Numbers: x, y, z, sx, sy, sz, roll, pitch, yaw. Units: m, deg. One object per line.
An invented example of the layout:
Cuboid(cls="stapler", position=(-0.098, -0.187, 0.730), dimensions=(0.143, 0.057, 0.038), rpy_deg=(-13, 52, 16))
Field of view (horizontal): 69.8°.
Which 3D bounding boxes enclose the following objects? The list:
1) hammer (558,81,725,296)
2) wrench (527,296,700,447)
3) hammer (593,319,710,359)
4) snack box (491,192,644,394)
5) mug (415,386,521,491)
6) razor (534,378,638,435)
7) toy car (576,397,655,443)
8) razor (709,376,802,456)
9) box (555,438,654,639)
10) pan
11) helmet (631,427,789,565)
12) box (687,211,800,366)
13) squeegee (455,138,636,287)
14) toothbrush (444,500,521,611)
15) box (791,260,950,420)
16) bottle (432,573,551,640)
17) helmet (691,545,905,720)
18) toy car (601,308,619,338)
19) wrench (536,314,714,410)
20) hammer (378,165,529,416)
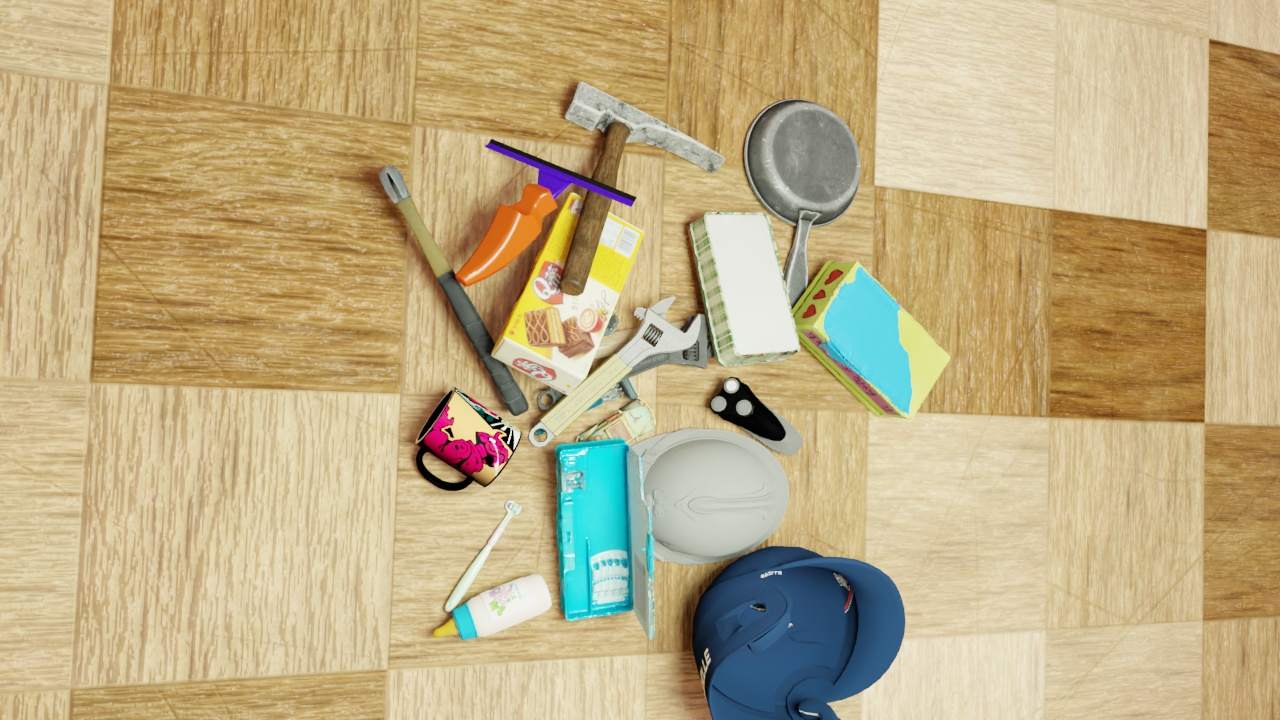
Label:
Cuboid(cls="hammer", position=(-0.016, -0.191, 1.144), dimensions=(0.217, 0.037, 0.299), rpy_deg=(23, 58, -15))
Cuboid(cls="wrench", position=(-0.034, 0.017, 1.166), dimensions=(0.273, 0.018, 0.083), rpy_deg=(-43, 96, -12))
Cuboid(cls="hammer", position=(0.005, -0.029, 1.221), dimensions=(0.330, 0.031, 0.119), rpy_deg=(-11, 92, -16))
Cuboid(cls="snack box", position=(-0.087, -0.084, 1.124), dimensions=(0.110, 0.062, 0.229), rpy_deg=(27, 60, -12))
Cuboid(cls="mug", position=(-0.218, 0.106, 1.111), dimensions=(0.098, 0.081, 0.118), rpy_deg=(36, 105, -15))
Cuboid(cls="razor", position=(-0.074, 0.061, 1.186), dimensions=(0.143, 0.022, 0.042), rpy_deg=(-26, 83, -18))
Cuboid(cls="toy car", position=(-0.028, 0.093, 1.188), dimensions=(0.111, 0.047, 0.047), rpy_deg=(-33, 98, -16))
Cuboid(cls="razor", position=(0.164, 0.083, 1.256), dimensions=(0.156, 0.060, 0.057), rpy_deg=(36, 89, -35))
Cuboid(cls="box", position=(-0.042, 0.221, 1.117), dimensions=(0.097, 0.121, 0.227), rpy_deg=(-5, 103, -18))
Cuboid(cls="pan", position=(0.229, -0.199, 1.293), dimensions=(0.187, 0.055, 0.356), rpy_deg=(6, 82, -20))
Cuboid(cls="helmet", position=(0.092, 0.181, 1.191), dimensions=(0.271, 0.118, 0.183), rpy_deg=(1, 88, -18))
Cuboid(cls="box", position=(0.138, -0.096, 1.222), dimensions=(0.117, 0.050, 0.205), rpy_deg=(-6, 78, -32))
Cuboid(cls="squeegee", position=(-0.149, -0.157, 1.081), dimensions=(0.184, 0.250, 0.055), rpy_deg=(-50, 145, -18))
Cuboid(cls="toothbrush", position=(-0.197, 0.244, 1.142), dimensions=(0.022, 0.015, 0.154), rpy_deg=(28, 77, 19))
Cuboid(cls="box", position=(0.318, -0.028, 1.286), dimensions=(0.221, 0.081, 0.124), rpy_deg=(39, 78, -20))
Cuboid(cls="bottle", position=(-0.183, 0.308, 1.126), dimensions=(0.146, 0.051, 0.051), rpy_deg=(-18, 94, -19))
Cuboid(cls="helmet", position=(0.198, 0.339, 1.163), dimensions=(0.272, 0.222, 0.232), rpy_deg=(-21, 112, 10))
Cuboid(cls="toy car", position=(-0.073, -0.072, 1.181), dimensions=(0.107, 0.030, 0.049), rpy_deg=(47, 62, 2))
Cuboid(cls="wrench", position=(-0.007, 0.007, 1.192), dimensions=(0.272, 0.018, 0.073), rpy_deg=(-21, 91, -15))
Cuboid(cls="hammer", position=(-0.222, -0.081, 1.102), dimensions=(0.025, 0.118, 0.333), rpy_deg=(-29, 104, -6))
